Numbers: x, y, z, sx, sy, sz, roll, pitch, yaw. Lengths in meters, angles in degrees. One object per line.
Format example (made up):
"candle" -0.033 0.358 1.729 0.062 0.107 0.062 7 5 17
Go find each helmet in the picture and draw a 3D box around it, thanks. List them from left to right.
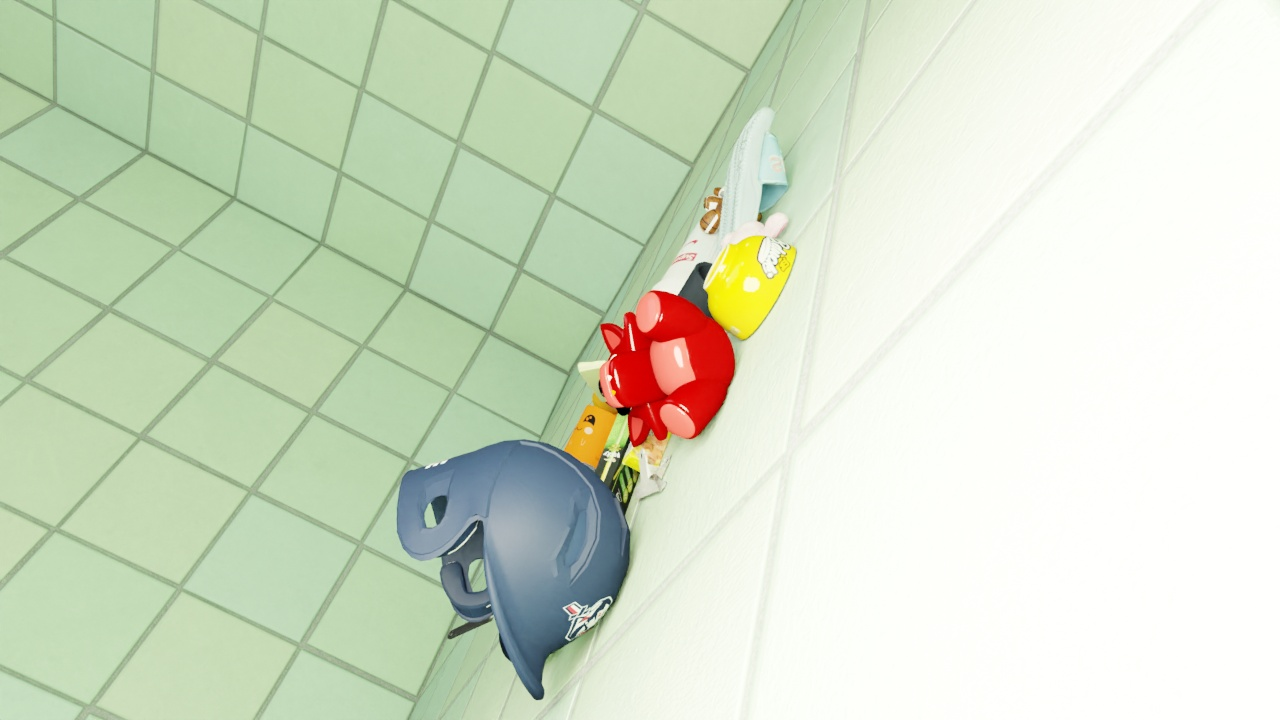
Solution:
"helmet" -0.119 0.213 0.963 0.233 0.223 0.271 83 178 -59

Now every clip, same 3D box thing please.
"clip" 0.017 0.132 1.068 0.102 0.040 0.054 138 140 -70

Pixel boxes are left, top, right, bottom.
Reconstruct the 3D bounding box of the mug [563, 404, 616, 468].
"mug" -0.067 0.133 1.501 0.113 0.077 0.095 2 62 62

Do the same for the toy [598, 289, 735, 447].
"toy" 0.015 0.013 1.004 0.120 0.158 0.198 -16 -2 -32

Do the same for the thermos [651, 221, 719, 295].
"thermos" 0.076 -0.115 1.314 0.100 0.099 0.219 -55 6 48

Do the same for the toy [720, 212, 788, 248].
"toy" 0.141 -0.143 1.120 0.063 0.047 0.110 -60 20 -14

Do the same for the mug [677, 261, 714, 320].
"mug" 0.080 -0.083 1.174 0.078 0.071 0.105 -58 24 31

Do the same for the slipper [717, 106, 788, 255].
"slipper" 0.154 -0.219 1.235 0.104 0.074 0.245 132 149 -72

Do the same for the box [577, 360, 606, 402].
"box" -0.004 0.013 1.210 0.141 0.047 0.188 -24 -16 -1

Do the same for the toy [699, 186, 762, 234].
"toy" 0.137 -0.224 1.331 0.112 0.087 0.067 -59 -15 -55

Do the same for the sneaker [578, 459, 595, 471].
"sneaker" -0.101 0.186 1.371 0.235 0.089 0.087 -98 20 -78

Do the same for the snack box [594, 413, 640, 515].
"snack box" -0.025 0.133 1.167 0.147 0.025 0.080 -68 -25 -44

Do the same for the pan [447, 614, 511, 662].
"pan" -0.173 0.329 1.240 0.358 0.021 0.198 -34 31 40

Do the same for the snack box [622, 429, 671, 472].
"snack box" 0.022 0.075 1.157 0.029 0.040 0.147 -52 12 54

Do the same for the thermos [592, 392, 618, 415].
"thermos" -0.034 0.051 1.549 0.091 0.076 0.233 -67 8 -18

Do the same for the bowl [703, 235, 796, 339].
"bowl" 0.112 -0.089 1.010 0.117 0.067 0.117 -61 6 10
